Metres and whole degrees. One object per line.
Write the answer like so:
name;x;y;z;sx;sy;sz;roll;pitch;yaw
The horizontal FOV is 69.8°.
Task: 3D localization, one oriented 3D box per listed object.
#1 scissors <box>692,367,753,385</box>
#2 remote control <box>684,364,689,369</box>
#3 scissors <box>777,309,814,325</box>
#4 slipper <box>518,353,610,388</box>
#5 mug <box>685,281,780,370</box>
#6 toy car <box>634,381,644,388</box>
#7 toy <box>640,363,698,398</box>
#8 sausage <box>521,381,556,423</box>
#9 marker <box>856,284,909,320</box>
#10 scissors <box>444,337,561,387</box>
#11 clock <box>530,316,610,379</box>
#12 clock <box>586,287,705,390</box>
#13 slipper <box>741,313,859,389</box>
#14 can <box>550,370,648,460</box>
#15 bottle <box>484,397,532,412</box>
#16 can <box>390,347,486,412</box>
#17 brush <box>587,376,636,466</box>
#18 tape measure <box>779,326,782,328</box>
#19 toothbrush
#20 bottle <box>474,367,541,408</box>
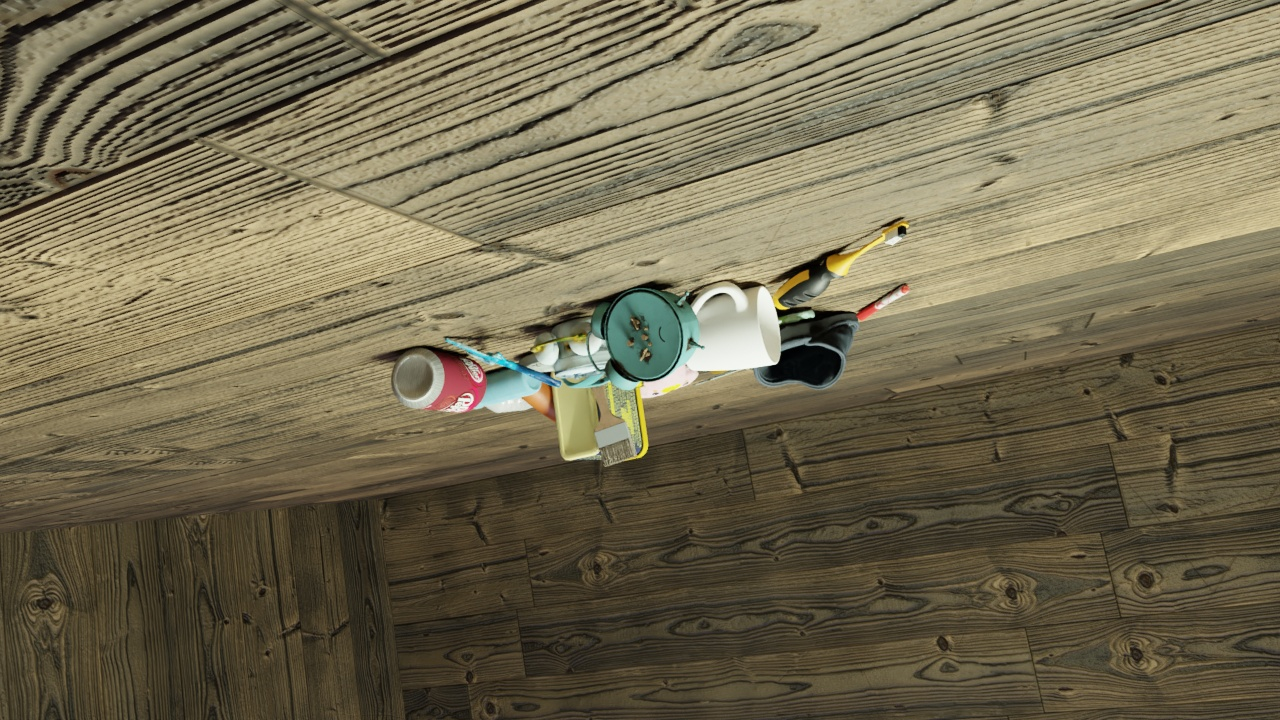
scissors;0.158;0.002;1.316;0.224;0.016;0.230;-18;-175;-23
remote control;0.122;-0.007;1.278;0.045;0.008;0.146;-20;176;43
scissors;0.146;-0.044;1.080;0.165;0.024;0.171;-7;-179;-11
slipper;-0.018;-0.005;1.077;0.269;0.054;0.098;-15;172;25
mug;0.084;-0.039;0.935;0.088;0.080;0.114;-10;141;22
toy car;-0.007;0.007;1.174;0.030;0.049;0.107;-6;169;-11
toy;0.037;0.017;1.274;0.102;0.050;0.093;-17;161;-16
sausage;-0.112;0.063;1.249;0.039;0.044;0.164;-41;134;9
marker;0.296;-0.070;1.126;0.012;0.012;0.142;-8;171;-9
scissors;-0.142;0.003;0.966;0.140;0.011;0.134;22;171;-7
clock;-0.062;-0.013;0.962;0.083;0.057;0.117;-14;170;30
clock;0.000;-0.021;0.880;0.124;0.090;0.053;-17;179;35
slipper;0.208;0.000;1.149;0.109;0.083;0.264;-28;172;31
can;-0.056;0.066;1.223;0.075;0.135;0.104;-15;167;33
bottle;-0.165;0.047;1.269;0.136;0.044;0.044;-5;170;-28
can;-0.217;0.023;0.998;0.063;0.063;0.114;-12;171;16
brush;-0.047;0.059;1.151;0.045;0.143;0.008;-22;169;17
tape measure;0.160;-0.029;1.204;0.058;0.019;0.052;-11;170;-41
toothbrush;0.181;-0.087;0.854;0.031;0.030;0.197;12;159;-22
bottle;-0.189;0.036;1.185;0.130;0.040;0.040;-15;170;31
